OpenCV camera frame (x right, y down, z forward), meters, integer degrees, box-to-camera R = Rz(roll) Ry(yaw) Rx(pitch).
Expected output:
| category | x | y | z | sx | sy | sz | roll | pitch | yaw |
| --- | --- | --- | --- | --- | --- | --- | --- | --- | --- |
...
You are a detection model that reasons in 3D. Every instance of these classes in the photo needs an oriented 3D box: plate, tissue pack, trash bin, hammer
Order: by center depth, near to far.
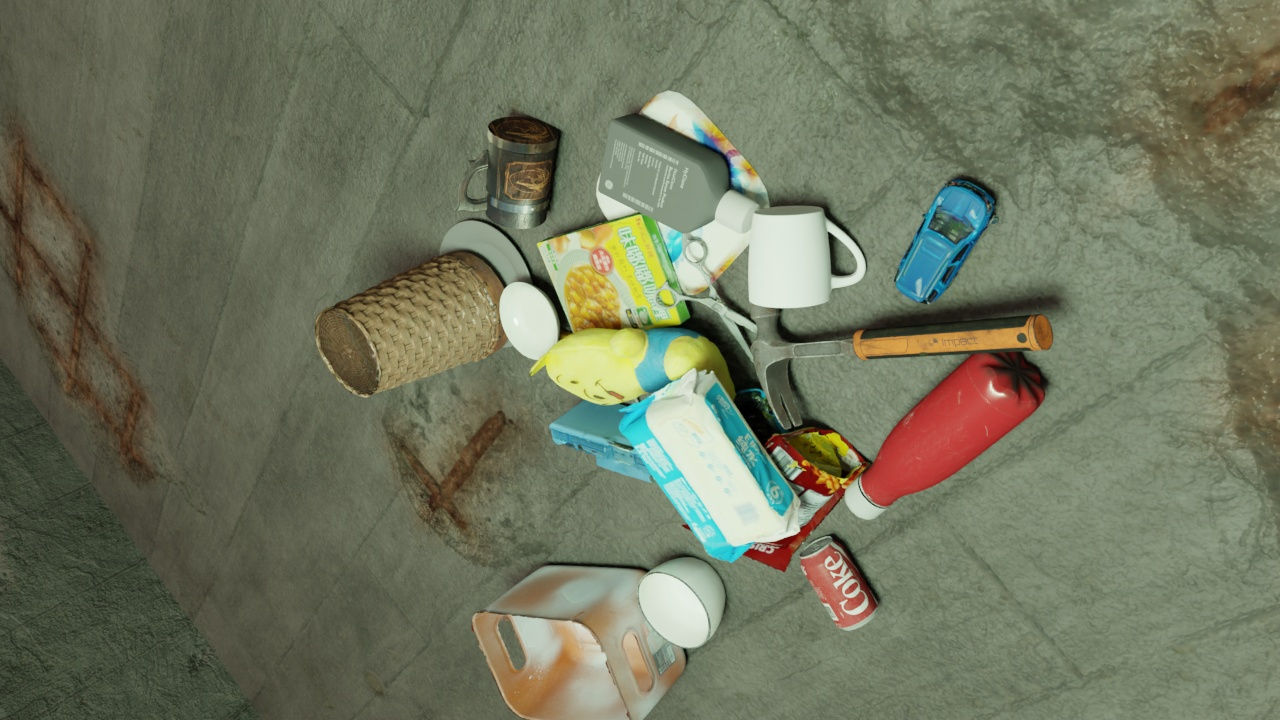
| category | x | y | z | sx | sy | sz | roll | pitch | yaw |
| --- | --- | --- | --- | --- | --- | --- | --- | --- | --- |
| hammer | 0.229 | -0.003 | 0.861 | 0.315 | 0.034 | 0.138 | -4 | 96 | 51 |
| tissue pack | 0.076 | 0.115 | 0.962 | 0.117 | 0.065 | 0.209 | -29 | 98 | 39 |
| plate | 0.036 | -0.175 | 0.997 | 0.187 | 0.016 | 0.188 | 50 | 134 | 8 |
| plate | -0.136 | -0.054 | 1.171 | 0.104 | 0.026 | 0.104 | 21 | 123 | 34 |
| trash bin | -0.291 | -0.040 | 1.184 | 0.151 | 0.209 | 0.151 | 19 | 124 | 31 |
| plate | -0.205 | -0.103 | 1.237 | 0.178 | 0.012 | 0.179 | 19 | 123 | 32 |
| trash bin | -0.085 | 0.399 | 1.300 | 0.260 | 0.157 | 0.181 | -10 | 105 | 41 |

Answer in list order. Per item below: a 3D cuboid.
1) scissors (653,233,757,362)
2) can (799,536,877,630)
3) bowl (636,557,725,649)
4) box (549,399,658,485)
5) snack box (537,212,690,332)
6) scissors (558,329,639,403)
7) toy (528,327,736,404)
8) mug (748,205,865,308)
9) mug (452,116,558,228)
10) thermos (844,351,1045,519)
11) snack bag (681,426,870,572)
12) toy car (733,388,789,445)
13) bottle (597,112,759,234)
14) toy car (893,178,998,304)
| category | x | y | z | sx | sy | sz | roll | pitch | yaw |
| --- | --- | --- | --- | --- | --- | --- | --- | --- | --- |
| scissors | 0.085 | -0.073 | 0.991 | 0.141 | 0.014 | 0.147 | 11 | 110 | 9 |
| can | 0.223 | 0.252 | 1.039 | 0.054 | 0.053 | 0.096 | -31 | 91 | 44 |
| bowl | 0.059 | 0.308 | 1.195 | 0.116 | 0.065 | 0.116 | 19 | 123 | 31 |
| box | 0.007 | 0.131 | 1.132 | 0.232 | 0.094 | 0.112 | 13 | 123 | 34 |
| snack box | -0.034 | -0.094 | 1.065 | 0.168 | 0.027 | 0.132 | -8 | 109 | 41 |
| scissors | -0.068 | -0.035 | 1.157 | 0.230 | 0.016 | 0.225 | -18 | 101 | 43 |
| toy | -0.006 | 0.006 | 1.047 | 0.214 | 0.083 | 0.149 | -1 | 154 | 29 |
| mug | 0.162 | -0.104 | 0.899 | 0.114 | 0.080 | 0.088 | -2 | 107 | 7 |
| mug | -0.159 | -0.219 | 1.072 | 0.080 | 0.115 | 0.107 | -119 | 32 | -48 |
| thermos | 0.280 | 0.081 | 0.889 | 0.073 | 0.073 | 0.241 | 46 | 133 | 11 |
| snack bag | 0.151 | 0.162 | 1.026 | 0.139 | 0.066 | 0.208 | 19 | 130 | -13 |
| toy car | 0.141 | 0.074 | 1.029 | 0.048 | 0.032 | 0.105 | -11 | 118 | 39 |
| bottle | 0.041 | -0.181 | 0.944 | 0.174 | 0.046 | 0.084 | 31 | 129 | 24 |
| toy car | 0.271 | -0.103 | 0.822 | 0.056 | 0.043 | 0.120 | 37 | 130 | 20 |
